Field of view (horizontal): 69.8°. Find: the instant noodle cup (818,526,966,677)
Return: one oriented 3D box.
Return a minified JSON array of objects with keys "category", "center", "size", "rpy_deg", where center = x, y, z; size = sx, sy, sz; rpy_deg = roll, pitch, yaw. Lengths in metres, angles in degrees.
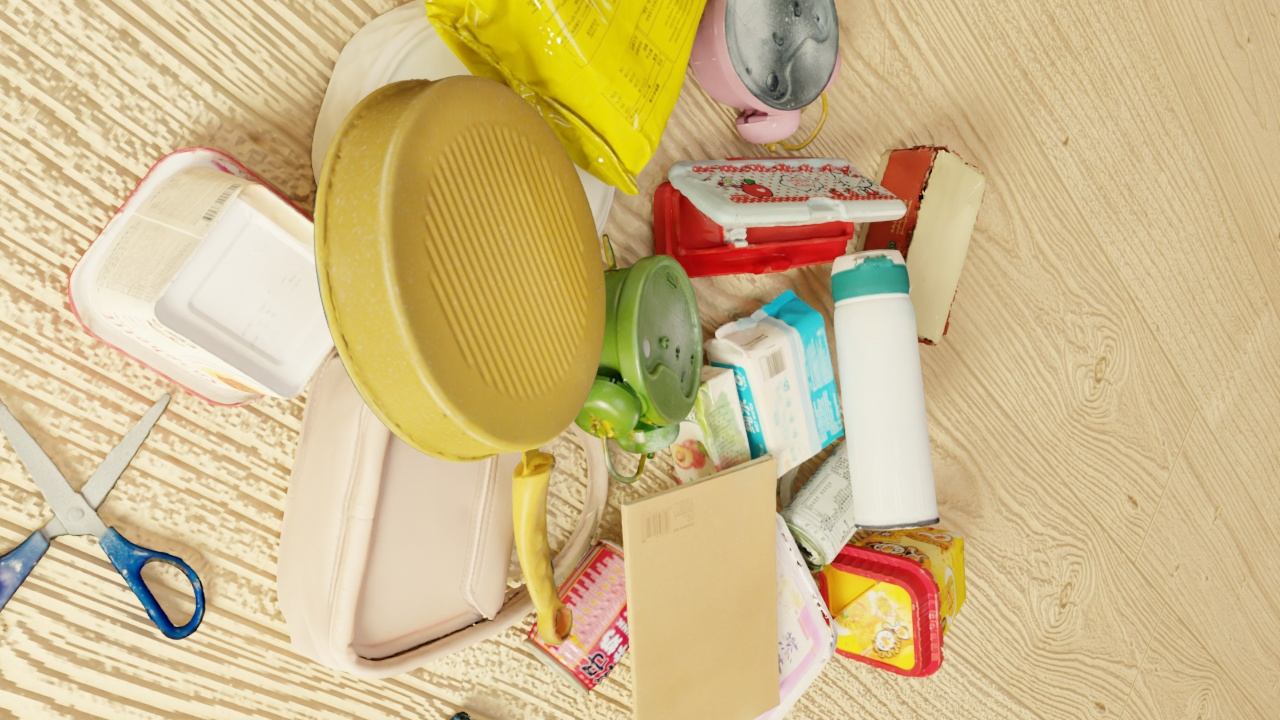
[{"category":"instant noodle cup","center":[0.242,0.212,0.854],"size":[0.123,0.116,0.116],"rpy_deg":[-22,111,-44]}]

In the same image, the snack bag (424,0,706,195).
[{"category":"snack bag","center":[-0.024,-0.239,0.561],"size":[0.158,0.068,0.246],"rpy_deg":[36,58,-34]}]

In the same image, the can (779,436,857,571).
[{"category":"can","center":[0.178,0.111,0.796],"size":[0.146,0.058,0.058],"rpy_deg":[-45,121,-23]}]

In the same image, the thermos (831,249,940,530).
[{"category":"thermos","center":[0.195,0.021,0.745],"size":[0.073,0.073,0.224],"rpy_deg":[-2,85,-37]}]

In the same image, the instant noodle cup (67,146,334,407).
[{"category":"instant noodle cup","center":[-0.203,-0.038,0.461],"size":[0.116,0.124,0.116],"rpy_deg":[40,74,-34]}]

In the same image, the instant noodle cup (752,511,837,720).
[{"category":"instant noodle cup","center":[0.081,0.215,0.758],"size":[0.137,0.060,0.173],"rpy_deg":[-41,121,-25]}]

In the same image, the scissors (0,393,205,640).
[{"category":"scissors","center":[-0.300,0.093,0.481],"size":[0.162,0.012,0.174],"rpy_deg":[-38,117,-26]}]

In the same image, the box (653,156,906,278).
[{"category":"box","center":[0.113,-0.114,0.705],"size":[0.201,0.098,0.095],"rpy_deg":[-9,102,-35]}]

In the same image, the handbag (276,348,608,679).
[{"category":"handbag","center":[-0.105,0.091,0.595],"size":[0.233,0.093,0.193],"rpy_deg":[8,92,-46]}]

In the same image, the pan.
[{"category":"pan","center":[-0.073,0.024,0.513],"size":[0.197,0.078,0.358],"rpy_deg":[-53,131,-53]}]

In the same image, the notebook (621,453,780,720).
[{"category":"notebook","center":[0.050,0.187,0.679],"size":[0.149,0.012,0.211],"rpy_deg":[-12,104,-39]}]

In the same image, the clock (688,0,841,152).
[{"category":"clock","center":[0.100,-0.232,0.700],"size":[0.158,0.060,0.117],"rpy_deg":[48,68,-30]}]

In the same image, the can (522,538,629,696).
[{"category":"can","center":[-0.033,0.185,0.662],"size":[0.093,0.067,0.066],"rpy_deg":[-49,122,-21]}]

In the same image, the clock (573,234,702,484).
[{"category":"clock","center":[-0.004,0.004,0.630],"size":[0.116,0.056,0.161],"rpy_deg":[32,58,-60]}]

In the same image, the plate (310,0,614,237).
[{"category":"plate","center":[-0.097,-0.126,0.578],"size":[0.204,0.046,0.205],"rpy_deg":[-6,100,-36]}]

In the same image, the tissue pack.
[{"category":"tissue pack","center":[0.109,0.023,0.745],"size":[0.089,0.063,0.140],"rpy_deg":[-28,112,-30]}]

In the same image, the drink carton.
[{"category":"drink carton","center":[0.055,0.064,0.717],"size":[0.045,0.054,0.122],"rpy_deg":[-27,113,-35]}]

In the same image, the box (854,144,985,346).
[{"category":"box","center":[0.253,-0.102,0.825],"size":[0.091,0.077,0.168],"rpy_deg":[18,87,-37]}]

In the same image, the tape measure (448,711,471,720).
[{"category":"tape measure","center":[-0.123,0.279,0.636],"size":[0.054,0.025,0.058],"rpy_deg":[-49,122,-22]}]

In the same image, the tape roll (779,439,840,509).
[{"category":"tape roll","center":[0.160,0.111,0.829],"size":[0.085,0.014,0.086],"rpy_deg":[-7,102,-36]}]
